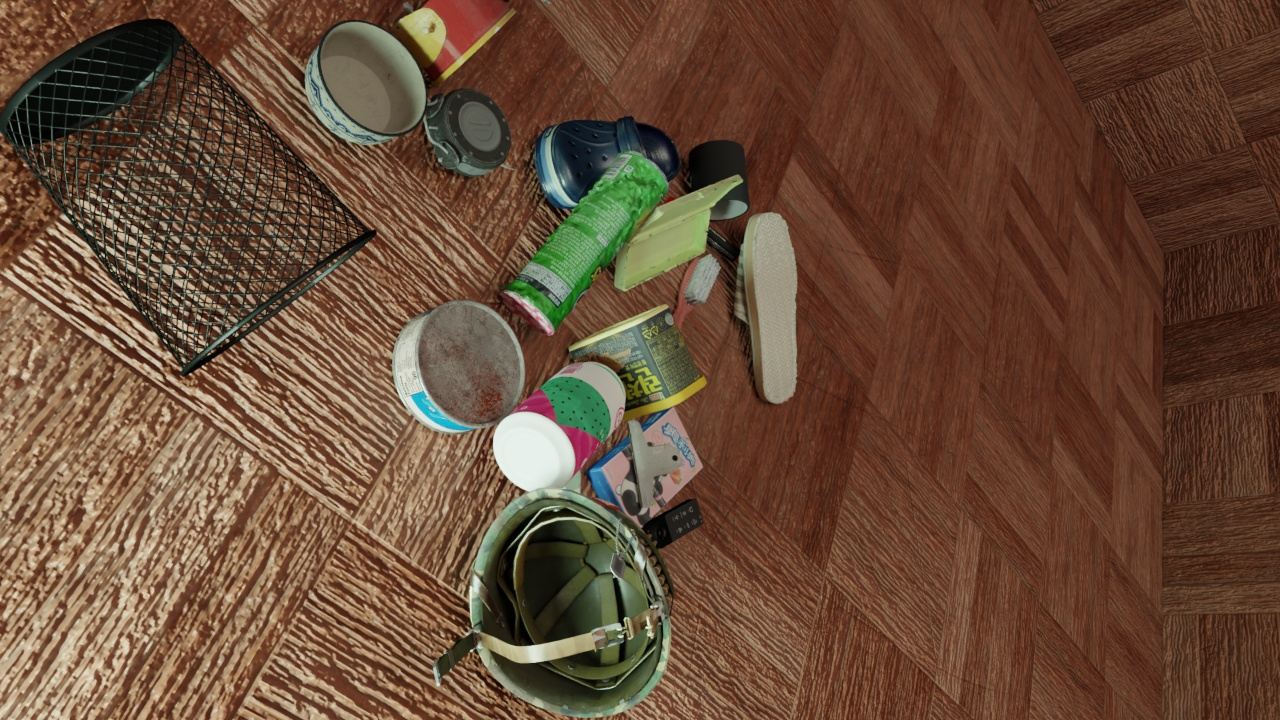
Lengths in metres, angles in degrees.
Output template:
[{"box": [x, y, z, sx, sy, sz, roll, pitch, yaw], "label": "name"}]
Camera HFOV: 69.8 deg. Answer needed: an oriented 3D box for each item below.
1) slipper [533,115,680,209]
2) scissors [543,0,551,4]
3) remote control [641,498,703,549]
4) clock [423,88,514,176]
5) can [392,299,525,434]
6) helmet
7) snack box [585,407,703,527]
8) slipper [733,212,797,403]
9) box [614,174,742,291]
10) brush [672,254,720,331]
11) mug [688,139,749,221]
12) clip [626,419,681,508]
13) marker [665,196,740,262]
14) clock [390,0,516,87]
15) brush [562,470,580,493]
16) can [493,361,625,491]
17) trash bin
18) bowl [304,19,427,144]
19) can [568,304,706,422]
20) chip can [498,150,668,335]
[{"box": [-0.026, -0.253, 1.125, 0.252, 0.095, 0.105, -22, 97, -51], "label": "slipper"}, {"box": [-0.181, -0.449, 1.027, 0.170, 0.168, 0.014, -14, 127, -84], "label": "scissors"}, {"box": [0.023, 0.205, 1.094, 0.149, 0.013, 0.034, -19, 92, -47], "label": "remote control"}, {"box": [-0.189, -0.243, 0.985, 0.122, 0.044, 0.091, -9, 84, -47], "label": "clock"}, {"box": [-0.180, 0.007, 0.919, 0.129, 0.044, 0.129, 16, 67, -43], "label": "can"}, {"box": [-0.065, 0.227, 0.856, 0.235, 0.193, 0.224, -71, 146, -65], "label": "helmet"}, {"box": [0.008, 0.128, 1.086, 0.153, 0.033, 0.088, -36, 104, -46], "label": "snack box"}, {"box": [0.181, -0.074, 1.312, 0.114, 0.054, 0.272, -4, 91, -50], "label": "slipper"}, {"box": [0.043, -0.168, 1.158, 0.048, 0.141, 0.187, 44, 44, 14], "label": "box"}, {"box": [0.065, -0.077, 1.211, 0.041, 0.030, 0.171, 47, 50, -26], "label": "brush"}, {"box": [0.114, -0.245, 1.287, 0.113, 0.078, 0.088, 32, 52, -69], "label": "mug"}, {"box": [0.018, 0.115, 1.053, 0.054, 0.041, 0.101, -5, 81, -33], "label": "clip"}, {"box": [0.089, -0.180, 1.274, 0.145, 0.021, 0.023, 33, 27, -36], "label": "marker"}, {"box": [-0.193, -0.368, 0.965, 0.081, 0.117, 0.158, 47, 56, -21], "label": "clock"}, {"box": [-0.060, 0.191, 1.013, 0.033, 0.012, 0.217, -22, 95, -47], "label": "brush"}, {"box": [-0.079, 0.065, 0.953, 0.088, 0.088, 0.165, 64, 28, -11], "label": "can"}, {"box": [-0.344, -0.127, 0.701, 0.210, 0.185, 0.183, 53, 46, -13], "label": "trash bin"}, {"box": [-0.273, -0.263, 0.892, 0.115, 0.059, 0.115, 16, 67, -43], "label": "bowl"}, {"box": [-0.006, 0.006, 1.039, 0.072, 0.131, 0.101, -31, 98, -46], "label": "can"}, {"box": [-0.058, -0.133, 1.014, 0.075, 0.075, 0.222, 47, 71, -26], "label": "chip can"}]
